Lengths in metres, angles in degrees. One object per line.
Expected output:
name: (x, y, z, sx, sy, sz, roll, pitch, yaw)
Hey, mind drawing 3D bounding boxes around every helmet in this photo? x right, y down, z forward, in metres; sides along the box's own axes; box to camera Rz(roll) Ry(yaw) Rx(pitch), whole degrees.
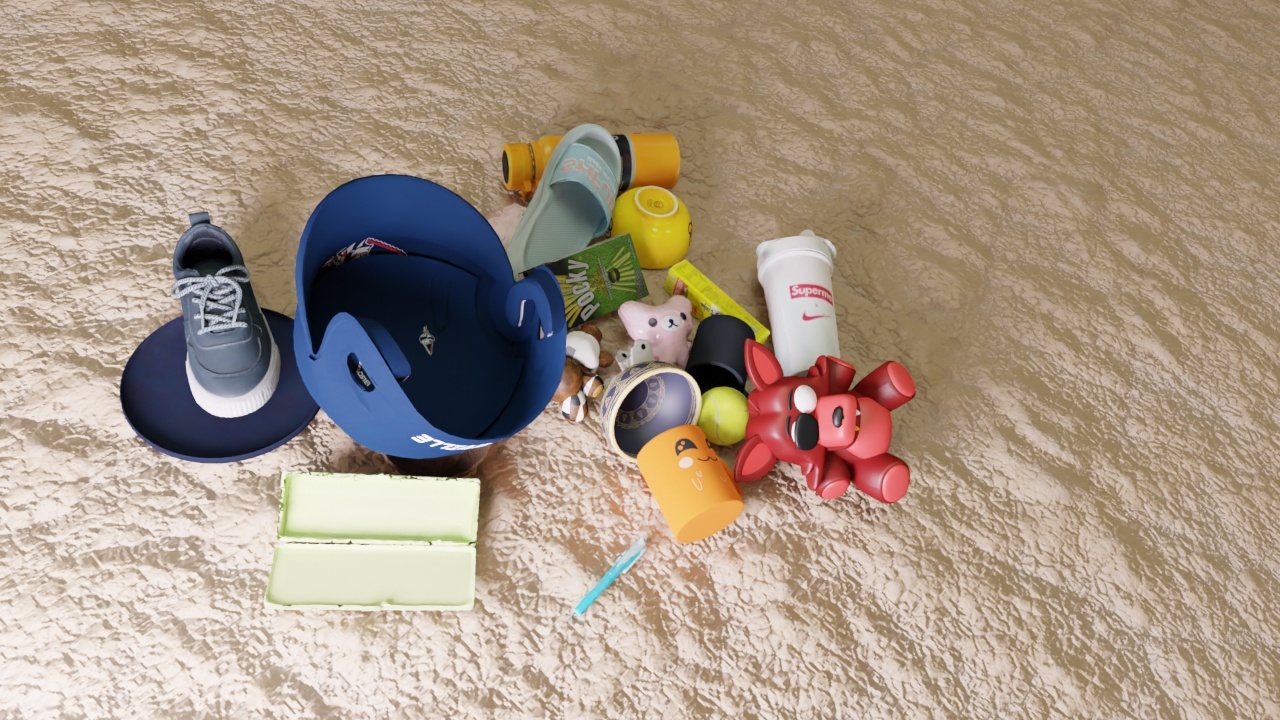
helmet: (-0.218, -0.041, 0.870, 0.231, 0.224, 0.272, -20, 100, -43)

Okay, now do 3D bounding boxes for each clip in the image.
clip: (-0.006, 0.007, 1.043, 0.101, 0.040, 0.054, 4, 71, -44)

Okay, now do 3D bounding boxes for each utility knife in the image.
utility knife: (-0.035, 0.217, 0.892, 0.015, 0.022, 0.123, 42, 54, 10)

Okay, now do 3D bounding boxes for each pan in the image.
pan: (-0.356, 0.007, 0.981, 0.355, 0.021, 0.198, -13, 56, -22)

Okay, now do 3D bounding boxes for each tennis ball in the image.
tennis ball: (0.092, 0.061, 1.019, 0.065, 0.065, 0.065, 7, 51, -9)

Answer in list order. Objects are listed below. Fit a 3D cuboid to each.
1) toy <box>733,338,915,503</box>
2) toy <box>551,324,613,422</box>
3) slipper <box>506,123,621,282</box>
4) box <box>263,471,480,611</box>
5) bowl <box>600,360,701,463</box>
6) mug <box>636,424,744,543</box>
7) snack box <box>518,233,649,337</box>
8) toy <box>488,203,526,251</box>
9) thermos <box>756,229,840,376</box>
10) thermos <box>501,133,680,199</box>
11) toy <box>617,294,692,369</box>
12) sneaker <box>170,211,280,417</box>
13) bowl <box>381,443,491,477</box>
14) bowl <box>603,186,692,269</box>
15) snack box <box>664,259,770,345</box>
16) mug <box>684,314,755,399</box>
toy: (0.195, 0.067, 0.986, 0.197, 0.121, 0.158, 12, 79, -25)
toy: (-0.076, 0.006, 1.029, 0.087, 0.067, 0.112, 23, 41, 4)
slipper: (-0.081, -0.184, 1.129, 0.074, 0.104, 0.244, 1, 56, 43)
box: (-0.248, 0.171, 0.866, 0.187, 0.047, 0.140, 2, 61, -12)
bowl: (0.002, 0.047, 0.990, 0.112, 0.112, 0.061, -17, 32, -25)
mug: (0.063, 0.128, 0.960, 0.112, 0.078, 0.096, 6, 45, -45)
snack box: (-0.065, -0.091, 1.097, 0.147, 0.025, 0.080, -25, 105, -29)
toy: (-0.168, -0.142, 1.131, 0.063, 0.047, 0.109, 19, 62, 4)
thermos: (0.200, -0.060, 1.129, 0.099, 0.100, 0.220, 5, 56, -10)
thermos: (-0.064, -0.259, 1.227, 0.232, 0.076, 0.091, -6, 47, -19)
toy: (0.028, -0.032, 1.087, 0.099, 0.053, 0.095, -8, 68, -30)
sneaker: (-0.429, -0.051, 0.938, 0.089, 0.088, 0.235, -14, 57, -24)
bowl: (-0.212, 0.082, 0.951, 0.118, 0.030, 0.117, 6, 51, -8)
bowl: (0.014, -0.183, 1.193, 0.117, 0.068, 0.117, 7, 51, -9)
snack box: (0.093, -0.063, 1.134, 0.028, 0.040, 0.148, -33, 66, -33)
mug: (0.105, 0.008, 1.071, 0.105, 0.071, 0.077, 36, 47, -19)
